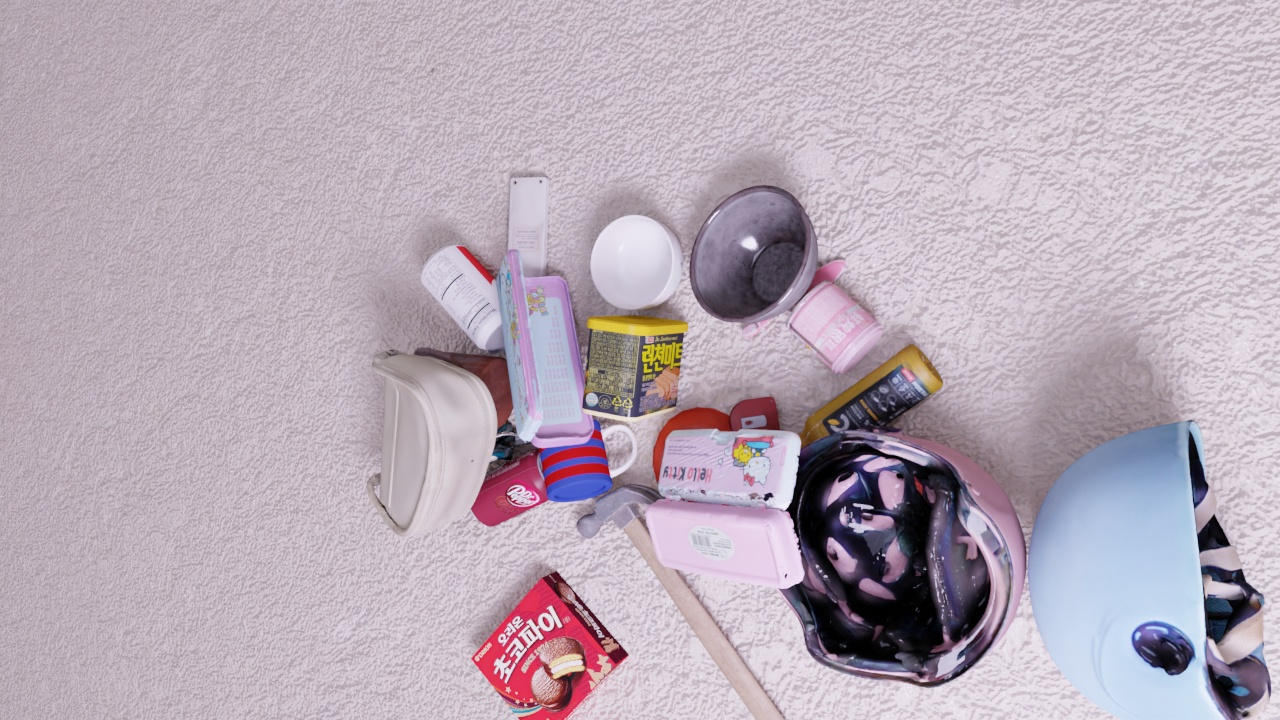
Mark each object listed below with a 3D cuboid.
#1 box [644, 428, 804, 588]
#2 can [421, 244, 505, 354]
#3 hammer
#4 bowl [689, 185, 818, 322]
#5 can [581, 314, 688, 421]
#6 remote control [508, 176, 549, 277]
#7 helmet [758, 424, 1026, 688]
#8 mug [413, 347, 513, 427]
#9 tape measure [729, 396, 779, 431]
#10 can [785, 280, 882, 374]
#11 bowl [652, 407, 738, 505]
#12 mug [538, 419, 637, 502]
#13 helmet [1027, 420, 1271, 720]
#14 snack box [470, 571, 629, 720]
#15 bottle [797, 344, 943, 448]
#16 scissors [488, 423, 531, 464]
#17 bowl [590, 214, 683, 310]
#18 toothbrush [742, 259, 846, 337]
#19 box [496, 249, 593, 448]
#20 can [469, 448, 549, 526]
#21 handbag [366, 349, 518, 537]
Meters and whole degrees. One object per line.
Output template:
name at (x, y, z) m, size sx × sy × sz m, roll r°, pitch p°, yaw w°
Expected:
box at (0.078, 0.145, 0.919) m, size 0.202 × 0.058 × 0.155 m, roll -6°, pitch 87°, yaw 53°
can at (-0.203, -0.075, 1.119) m, size 0.132 × 0.070 × 0.070 m, roll 46°, pitch 109°, yaw 17°
hammer at (0.057, 0.282, 1.024) m, size 0.120 × 0.030 × 0.331 m, roll -44°, pitch 75°, yaw 32°
bowl at (0.128, -0.101, 0.952) m, size 0.145 × 0.067 × 0.144 m, roll -14°, pitch 67°, yaw 38°
can at (-0.006, 0.006, 0.997) m, size 0.073 × 0.130 × 0.101 m, roll 9°, pitch 98°, yaw 25°
remote control at (-0.137, -0.155, 1.118) m, size 0.050 × 0.011 × 0.136 m, roll 4°, pitch 93°, yaw 25°
helmet at (0.241, 0.171, 0.869) m, size 0.256 × 0.152 × 0.230 m, roll 4°, pitch 98°, yaw 43°
mug at (-0.221, 0.025, 1.107) m, size 0.110 × 0.123 × 0.096 m, roll 1°, pitch 55°, yaw 21°
tape measure at (0.123, 0.070, 0.987) m, size 0.051 × 0.019 × 0.059 m, roll -8°, pitch 87°, yaw -1°
can at (0.197, -0.033, 0.933) m, size 0.076 × 0.067 × 0.067 m, roll 45°, pitch 108°, yaw 18°
bowl at (0.063, 0.114, 1.018) m, size 0.122 × 0.035 × 0.122 m, roll 1°, pitch 92°, yaw 25°
mug at (-0.058, 0.112, 1.054) m, size 0.112 × 0.075 × 0.076 m, roll -10°, pitch 67°, yaw -6°
helmet at (0.408, 0.179, 0.750) m, size 0.167 × 0.224 × 0.266 m, roll -5°, pitch 114°, yaw 31°
snack box at (-0.112, 0.358, 1.107) m, size 0.132 × 0.035 × 0.152 m, roll 45°, pitch 109°, yaw 17°
bottle at (0.215, 0.058, 0.935) m, size 0.186 × 0.053 × 0.053 m, roll -39°, pitch 76°, yaw 21°
scissors at (-0.190, 0.108, 1.136) m, size 0.150 × 0.019 × 0.120 m, roll 20°, pitch 75°, yaw 39°
bowl at (0.001, -0.109, 1.031) m, size 0.105 × 0.054 × 0.105 m, roll 1°, pitch 93°, yaw 27°
toothbrush at (0.162, -0.065, 0.977) m, size 0.135 × 0.016 × 0.021 m, roll -37°, pitch 75°, yaw 22°
box at (-0.105, -0.018, 1.015) m, size 0.089 × 0.093 × 0.214 m, roll -4°, pitch 64°, yaw -16°
can at (-0.150, 0.153, 1.104) m, size 0.114 × 0.063 × 0.063 m, roll -28°, pitch 80°, yaw 23°
handbag at (-0.238, 0.095, 1.066) m, size 0.184 × 0.131 × 0.229 m, roll 34°, pitch 124°, yaw 37°
